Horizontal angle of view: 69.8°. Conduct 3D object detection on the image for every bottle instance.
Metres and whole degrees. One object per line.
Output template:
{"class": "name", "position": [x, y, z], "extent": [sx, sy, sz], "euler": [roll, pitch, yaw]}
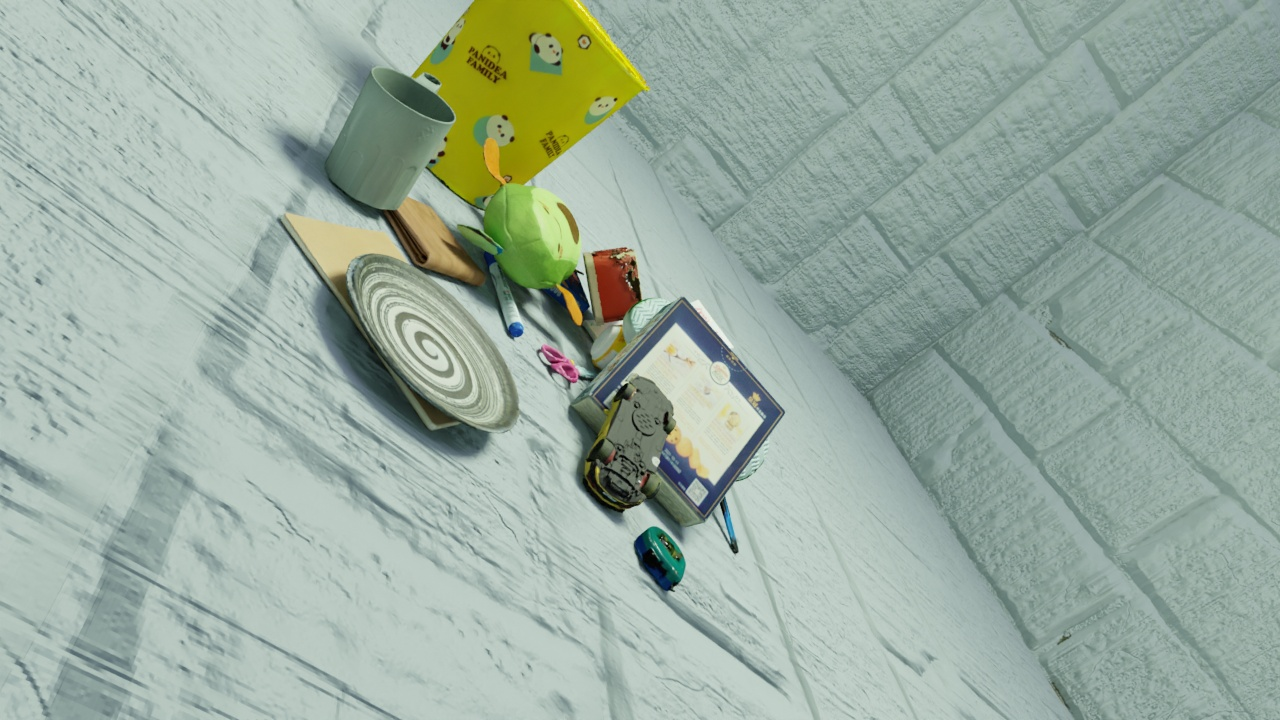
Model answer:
{"class": "bottle", "position": [-0.007, 0.006, 1.106], "extent": [0.108, 0.063, 0.063], "euler": [39, 17, -19]}

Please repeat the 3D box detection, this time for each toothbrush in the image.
{"class": "toothbrush", "position": [0.091, 0.145, 1.105], "extent": [0.014, 0.016, 0.189], "euler": [18, 47, -40]}

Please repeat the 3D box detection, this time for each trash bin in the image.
{"class": "trash bin", "position": [-0.157, -0.338, 1.140], "extent": [0.229, 0.256, 0.229], "euler": [46, 15, -16]}

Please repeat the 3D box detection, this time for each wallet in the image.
{"class": "wallet", "position": [-0.213, -0.126, 0.917], "extent": [0.115, 0.020, 0.101], "euler": [52, 13, 19]}

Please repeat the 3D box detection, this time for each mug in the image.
{"class": "mug", "position": [-0.231, -0.212, 0.863], "extent": [0.083, 0.104, 0.123], "euler": [32, 23, -14]}

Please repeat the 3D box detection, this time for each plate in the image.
{"class": "plate", "position": [-0.165, -0.010, 0.723], "extent": [0.179, 0.024, 0.179], "euler": [48, 14, -17]}

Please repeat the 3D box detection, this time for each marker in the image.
{"class": "marker", "position": [-0.148, -0.074, 0.988], "extent": [0.017, 0.017, 0.145], "euler": [37, 19, -42]}

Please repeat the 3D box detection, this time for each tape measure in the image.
{"class": "tape measure", "position": [0.021, 0.179, 0.843], "extent": [0.054, 0.025, 0.058], "euler": [51, 13, -3]}

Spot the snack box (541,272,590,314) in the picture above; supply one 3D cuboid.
{"class": "snack box", "position": [-0.117, -0.129, 1.199], "extent": [0.084, 0.026, 0.157], "euler": [40, 17, -39]}

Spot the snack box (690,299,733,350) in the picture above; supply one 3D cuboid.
{"class": "snack box", "position": [0.070, -0.006, 1.264], "extent": [0.026, 0.157, 0.084], "euler": [-25, 70, -28]}

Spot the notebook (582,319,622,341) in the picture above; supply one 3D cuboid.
{"class": "notebook", "position": [0.027, 0.026, 1.190], "extent": [0.150, 0.012, 0.209], "euler": [-8, 57, -52]}

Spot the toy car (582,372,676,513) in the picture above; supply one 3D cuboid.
{"class": "toy car", "position": [-0.008, 0.078, 0.887], "extent": [0.071, 0.041, 0.155], "euler": [39, 40, -15]}

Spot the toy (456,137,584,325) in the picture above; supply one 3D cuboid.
{"class": "toy", "position": [-0.119, -0.140, 1.023], "extent": [0.227, 0.090, 0.246], "euler": [59, 9, -10]}

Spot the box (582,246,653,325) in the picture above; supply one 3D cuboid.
{"class": "box", "position": [-0.028, -0.100, 1.153], "extent": [0.168, 0.076, 0.091], "euler": [-122, -158, -80]}

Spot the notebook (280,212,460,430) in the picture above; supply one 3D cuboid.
{"class": "notebook", "position": [-0.194, -0.033, 0.759], "extent": [0.207, 0.008, 0.147], "euler": [52, 14, 9]}

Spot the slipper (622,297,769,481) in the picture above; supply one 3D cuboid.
{"class": "slipper", "position": [0.056, 0.040, 1.074], "extent": [0.103, 0.074, 0.245], "euler": [-38, 97, -33]}

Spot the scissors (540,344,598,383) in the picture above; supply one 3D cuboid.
{"class": "scissors", "position": [-0.069, 0.012, 1.019], "extent": [0.057, 0.017, 0.133], "euler": [50, 9, 22]}

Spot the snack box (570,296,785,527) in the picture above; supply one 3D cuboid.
{"class": "snack box", "position": [0.046, 0.052, 0.988], "extent": [0.178, 0.046, 0.182], "euler": [48, 55, -7]}
